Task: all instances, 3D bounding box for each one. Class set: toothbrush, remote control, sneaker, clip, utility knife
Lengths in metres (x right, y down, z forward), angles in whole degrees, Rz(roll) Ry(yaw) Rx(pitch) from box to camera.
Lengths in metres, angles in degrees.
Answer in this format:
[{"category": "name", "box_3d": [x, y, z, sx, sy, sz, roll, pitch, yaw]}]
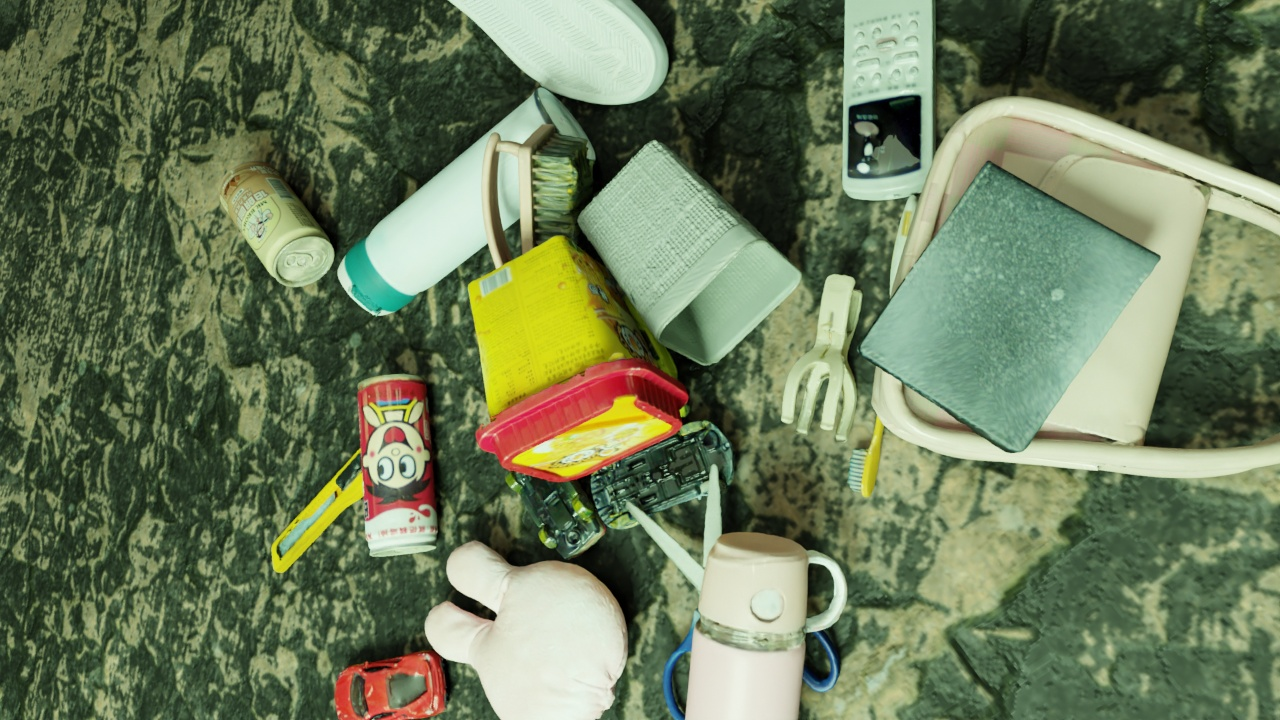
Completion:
[{"category": "toothbrush", "box_3d": [0.152, -0.010, 0.571, 0.018, 0.016, 0.191, 7, 84, 37]}, {"category": "remote control", "box_3d": [0.161, -0.178, 0.594, 0.058, 0.021, 0.150, -3, 78, 27]}, {"category": "sneaker", "box_3d": [-0.072, -0.281, 0.709, 0.242, 0.090, 0.090, 37, 129, 10]}, {"category": "clip", "box_3d": [0.112, -0.002, 0.559, 0.035, 0.083, 0.104, 11, 96, 28]}, {"category": "utility knife", "box_3d": [-0.257, 0.119, 0.756, 0.154, 0.015, 0.033, -46, 61, 13]}]

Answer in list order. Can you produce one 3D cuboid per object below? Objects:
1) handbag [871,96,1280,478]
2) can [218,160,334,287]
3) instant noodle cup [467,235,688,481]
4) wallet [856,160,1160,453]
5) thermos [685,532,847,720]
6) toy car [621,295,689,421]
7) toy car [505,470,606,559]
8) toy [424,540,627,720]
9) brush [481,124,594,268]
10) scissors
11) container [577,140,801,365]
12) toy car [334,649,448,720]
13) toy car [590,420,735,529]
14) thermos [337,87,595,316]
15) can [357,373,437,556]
[{"category": "handbag", "box_3d": [0.255, -0.026, 0.486, 0.234, 0.093, 0.193, 15, 88, 24]}, {"category": "can", "box_3d": [-0.322, -0.122, 0.811, 0.058, 0.058, 0.116, -48, 64, 11]}, {"category": "instant noodle cup", "box_3d": [-0.047, -0.001, 0.584, 0.116, 0.116, 0.123, -27, 67, 15]}, {"category": "wallet", "box_3d": [0.183, -0.027, 0.463, 0.097, 0.019, 0.121, 35, 96, 15]}, {"category": "thermos", "box_3d": [0.069, 0.203, 0.534, 0.087, 0.067, 0.198, 6, 91, -10]}, {"category": "toy car", "box_3d": [-0.004, 0.004, 0.639, 0.048, 0.032, 0.105, -30, 70, 19]}, {"category": "toy car", "box_3d": [-0.060, 0.095, 0.648, 0.042, 0.035, 0.090, -43, 65, 12]}, {"category": "toy", "box_3d": [-0.079, 0.188, 0.630, 0.159, 0.054, 0.121, 23, 93, 30]}, {"category": "brush", "box_3d": [-0.074, -0.089, 0.651, 0.073, 0.063, 0.146, 7, 121, 7]}, {"category": "scissors", "box_3d": [0.050, 0.157, 0.579, 0.162, 0.012, 0.175, 21, 99, 21]}, {"category": "container", "box_3d": [0.028, -0.073, 0.605, 0.090, 0.090, 0.114, -44, 62, 13]}, {"category": "toy car", "box_3d": [-0.191, 0.249, 0.690, 0.106, 0.031, 0.049, -18, 72, 25]}, {"category": "toy car", "box_3d": [0.016, 0.077, 0.614, 0.106, 0.031, 0.049, -25, 74, 19]}, {"category": "thermos", "box_3d": [-0.142, -0.116, 0.715, 0.225, 0.073, 0.073, -34, 67, 18]}, {"category": "can", "box_3d": [-0.187, 0.081, 0.706, 0.053, 0.053, 0.132, -14, 74, 24]}]
